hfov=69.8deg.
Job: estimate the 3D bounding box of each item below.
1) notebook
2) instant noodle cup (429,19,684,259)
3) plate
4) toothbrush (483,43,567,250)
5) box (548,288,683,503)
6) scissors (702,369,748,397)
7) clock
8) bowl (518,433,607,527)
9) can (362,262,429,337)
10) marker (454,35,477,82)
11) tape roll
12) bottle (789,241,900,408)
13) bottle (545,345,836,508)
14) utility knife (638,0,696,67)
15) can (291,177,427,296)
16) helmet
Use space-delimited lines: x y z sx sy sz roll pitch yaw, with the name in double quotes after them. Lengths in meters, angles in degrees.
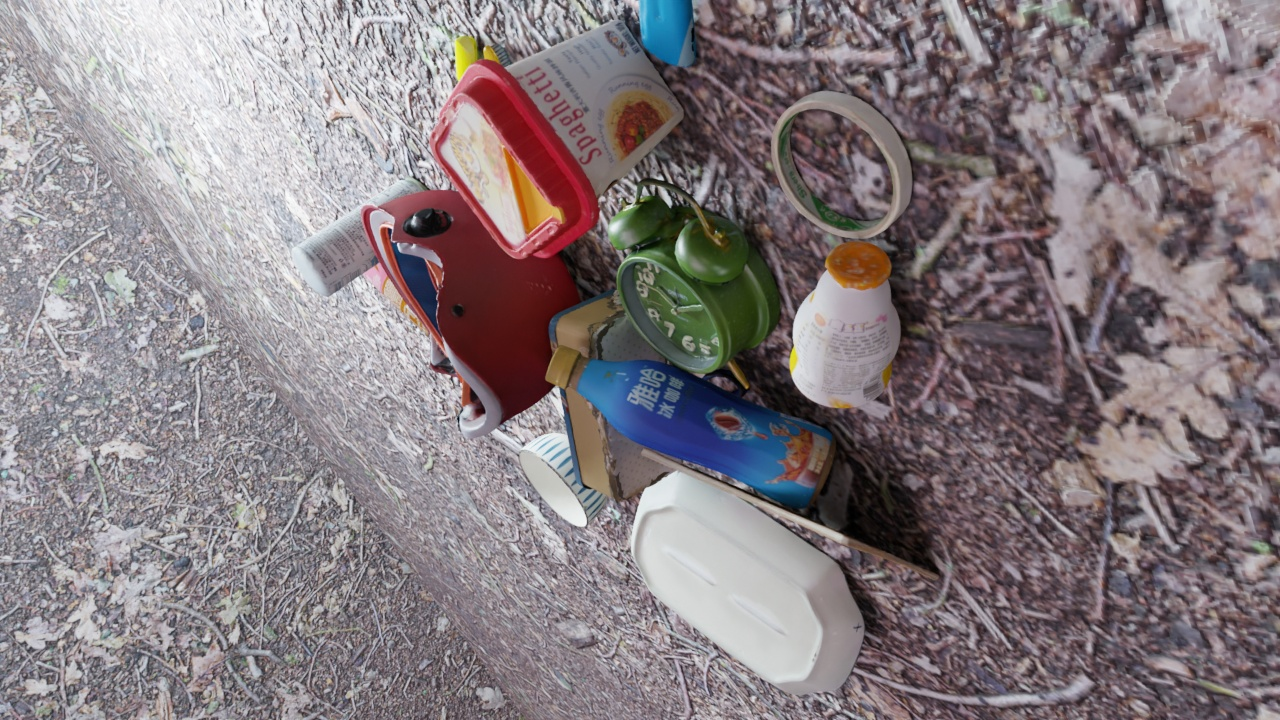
0.115 0.121 0.730 0.208 0.008 0.147 18 173 46 "notebook"
-0.049 -0.144 0.582 0.116 0.124 0.117 53 154 -9 "instant noodle cup"
0.086 0.214 0.874 0.266 0.034 0.162 31 121 31 "plate"
-0.087 -0.166 0.739 0.016 0.018 0.191 29 150 40 "toothbrush"
-0.017 0.036 0.778 0.061 0.089 0.184 22 126 44 "box"
0.052 0.047 0.794 0.163 0.012 0.161 29 144 25 "scissors"
0.034 -0.059 0.645 0.116 0.056 0.161 25 145 39 "clock"
-0.079 0.129 1.061 0.116 0.066 0.117 38 152 24 "bowl"
-0.273 -0.089 1.078 0.147 0.057 0.058 41 153 16 "can"
-0.141 -0.217 0.752 0.018 0.015 0.124 43 156 13 "marker"
0.110 -0.107 0.509 0.086 0.013 0.086 37 152 24 "tape roll"
0.124 -0.021 0.548 0.063 0.063 0.108 35 151 27 "bottle"
0.034 0.043 0.687 0.219 0.065 0.065 22 151 1 "bottle"
0.009 -0.242 0.479 0.034 0.018 0.188 22 144 24 "utility knife"
-0.278 -0.127 0.934 0.058 0.146 0.058 36 151 24 "can"
-0.140 -0.062 0.823 0.240 0.143 0.207 54 160 27 "helmet"
